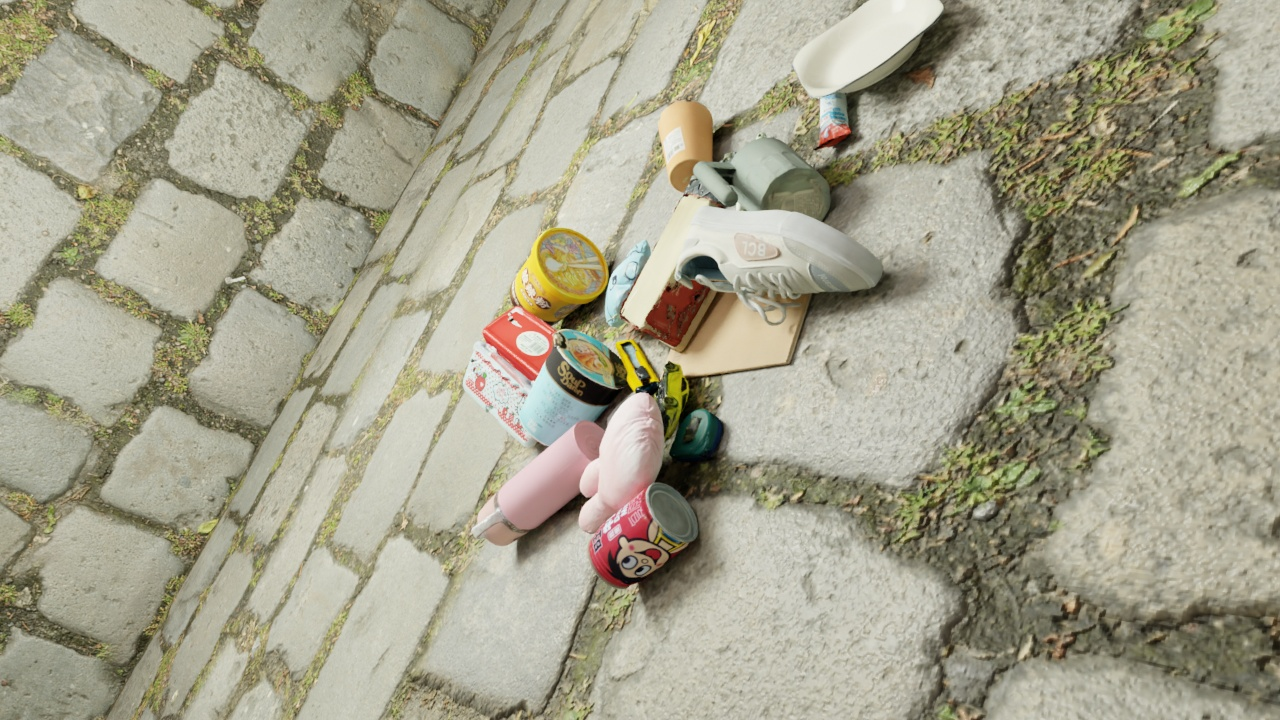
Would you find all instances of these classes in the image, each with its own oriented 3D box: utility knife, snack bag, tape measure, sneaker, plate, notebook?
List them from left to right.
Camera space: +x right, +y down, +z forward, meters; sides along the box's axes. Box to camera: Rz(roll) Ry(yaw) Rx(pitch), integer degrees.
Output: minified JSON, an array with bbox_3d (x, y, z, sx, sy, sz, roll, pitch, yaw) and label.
[{"bbox_3d":[-0.007,0.006,1.099,0.033,0.015,0.153,-19,27,-5],"label":"utility knife"},{"bbox_3d":[0.056,0.076,0.927,0.058,0.025,0.054,-14,50,53],"label":"tape measure"},{"bbox_3d":[0.107,-0.051,0.995,0.212,0.012,0.149,-10,54,55],"label":"notebook"},{"bbox_3d":[0.121,-0.090,0.898,0.242,0.089,0.090,21,80,50],"label":"sneaker"},{"bbox_3d":[0.218,-0.275,1.035,0.048,0.026,0.104,-20,44,35],"label":"snack bag"},{"bbox_3d":[0.254,-0.348,1.019,0.164,0.034,0.164,-32,31,19],"label":"plate"}]

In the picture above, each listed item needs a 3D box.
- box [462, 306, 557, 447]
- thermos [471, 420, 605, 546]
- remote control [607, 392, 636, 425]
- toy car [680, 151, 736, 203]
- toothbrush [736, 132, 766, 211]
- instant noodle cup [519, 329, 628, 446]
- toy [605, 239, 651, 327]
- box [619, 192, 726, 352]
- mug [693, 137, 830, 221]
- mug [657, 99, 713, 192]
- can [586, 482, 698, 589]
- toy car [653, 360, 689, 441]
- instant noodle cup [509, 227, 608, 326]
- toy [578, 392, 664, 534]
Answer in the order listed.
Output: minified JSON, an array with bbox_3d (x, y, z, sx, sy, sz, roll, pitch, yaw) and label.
[{"bbox_3d":[-0.166,0.014,1.258,0.159,0.065,0.201,-53,44,-2],"label":"box"},{"bbox_3d":[-0.121,0.151,1.078,0.199,0.087,0.067,-39,77,28],"label":"thermos"},{"bbox_3d":[-0.011,0.092,1.026,0.056,0.019,0.135,-45,30,24],"label":"remote control"},{"bbox_3d":[0.092,-0.220,1.168,0.121,0.036,0.054,-27,37,55],"label":"toy car"},{"bbox_3d":[0.127,-0.205,1.117,0.029,0.020,0.189,5,62,28],"label":"toothbrush"},{"bbox_3d":[-0.088,0.041,1.126,0.121,0.111,0.111,-54,26,22],"label":"instant noodle cup"},{"bbox_3d":[-0.016,-0.095,1.166,0.162,0.050,0.155,118,172,-57],"label":"toy"},{"bbox_3d":[0.043,-0.105,1.049,0.168,0.077,0.091,-61,26,4],"label":"box"},{"bbox_3d":[0.130,-0.186,0.987,0.103,0.124,0.084,-116,29,-57],"label":"mug"},{"bbox_3d":[0.065,-0.289,1.254,0.078,0.078,0.122,-38,37,33],"label":"mug"},{"bbox_3d":[0.000,0.169,0.874,0.094,0.066,0.066,-43,30,26],"label":"can"},{"bbox_3d":[0.033,0.045,0.979,0.105,0.032,0.048,-83,9,-54],"label":"toy car"},{"bbox_3d":[-0.126,-0.116,1.343,0.115,0.118,0.118,-38,32,47],"label":"instant noodle cup"},{"bbox_3d":[-0.021,0.108,0.947,0.160,0.054,0.121,-53,26,40],"label":"toy"}]
